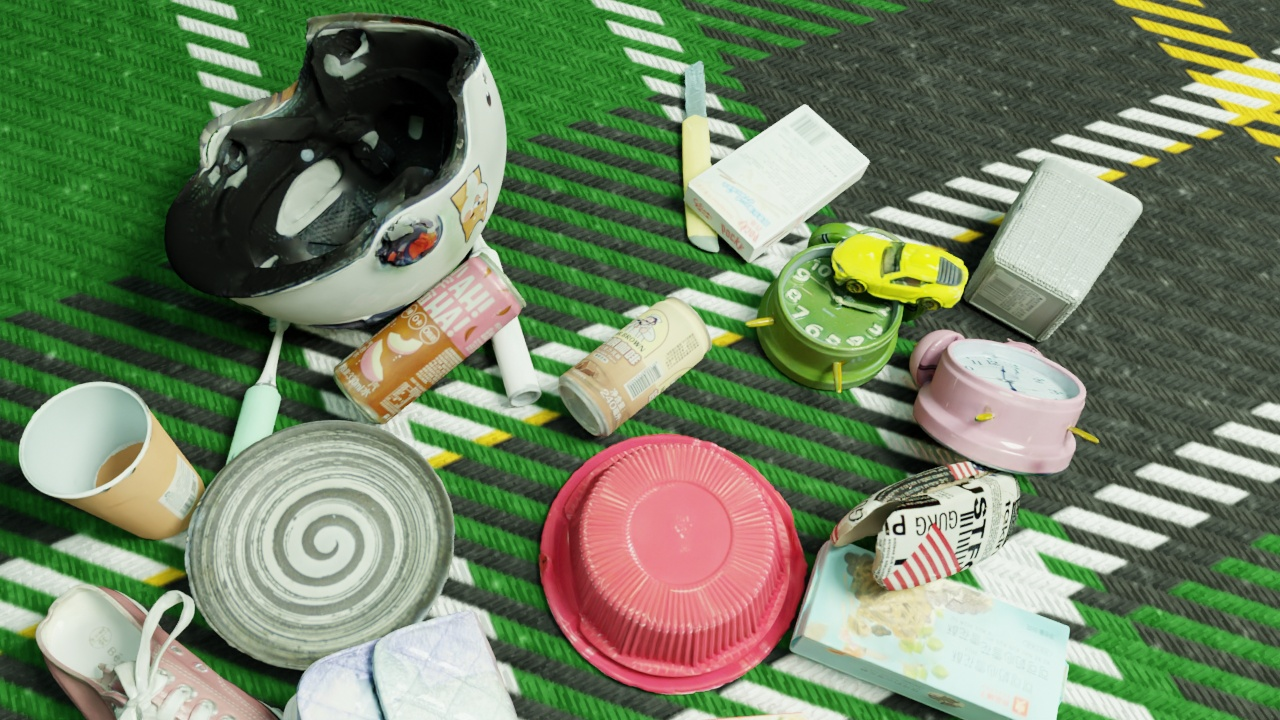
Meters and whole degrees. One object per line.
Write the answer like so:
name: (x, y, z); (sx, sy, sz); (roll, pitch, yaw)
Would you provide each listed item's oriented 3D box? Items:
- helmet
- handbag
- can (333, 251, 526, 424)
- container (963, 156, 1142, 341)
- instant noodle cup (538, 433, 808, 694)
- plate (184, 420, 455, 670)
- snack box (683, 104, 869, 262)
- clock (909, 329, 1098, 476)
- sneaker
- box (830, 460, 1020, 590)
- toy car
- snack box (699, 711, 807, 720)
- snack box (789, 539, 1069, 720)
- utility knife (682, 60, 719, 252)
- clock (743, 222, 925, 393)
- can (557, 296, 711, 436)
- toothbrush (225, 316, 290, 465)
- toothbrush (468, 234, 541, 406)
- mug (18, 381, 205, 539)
helmet: (-0.213, -0.130, 0.720); (0.230, 0.157, 0.273); (24, 74, 29)
handbag: (-0.126, 0.261, 0.552); (0.134, 0.076, 0.193); (-9, 61, -38)
can: (-0.161, -0.017, 0.702); (0.147, 0.058, 0.058); (-40, 70, -7)
container: (0.338, -0.088, 0.765); (0.090, 0.090, 0.114); (32, 69, 14)
instant noodle cup: (0.025, 0.130, 0.647); (0.194, 0.066, 0.193); (2, 61, -3)
plate: (-0.223, 0.128, 0.649); (0.179, 0.024, 0.179); (7, 62, -13)
snack box: (0.123, -0.161, 0.819); (0.156, 0.027, 0.084); (-38, 75, -23)
clock: (0.268, 0.022, 0.699); (0.117, 0.060, 0.158); (8, 24, -7)
sneaker: (-0.293, 0.221, 0.569); (0.241, 0.088, 0.118); (35, 66, 15)
box: (0.197, 0.101, 0.642); (0.163, 0.075, 0.083); (-8, 23, -35)
toy car: (0.202, -0.073, 0.717); (0.105, 0.032, 0.048); (13, 62, 5)
snack box: (0.078, 0.306, 0.578); (0.075, 0.025, 0.152); (-3, 63, -5)
snack box: (0.196, 0.191, 0.630); (0.175, 0.052, 0.074); (20, 62, 8)
utility knife: (0.054, -0.194, 0.844); (0.031, 0.022, 0.220); (1, 69, -3)
clock: (0.167, -0.050, 0.753); (0.116, 0.056, 0.161); (38, 66, 15)
can: (-0.004, 0.004, 0.715); (0.116, 0.059, 0.058); (-39, 70, -20)
toothbrush: (-0.292, 0.053, 0.693); (0.027, 0.026, 0.224); (-11, 59, 25)
toothbrush: (-0.125, -0.063, 0.762); (0.026, 0.027, 0.220); (-25, 64, 9)
mug: (-0.347, 0.076, 0.624); (0.078, 0.123, 0.078); (1, 63, -2)
